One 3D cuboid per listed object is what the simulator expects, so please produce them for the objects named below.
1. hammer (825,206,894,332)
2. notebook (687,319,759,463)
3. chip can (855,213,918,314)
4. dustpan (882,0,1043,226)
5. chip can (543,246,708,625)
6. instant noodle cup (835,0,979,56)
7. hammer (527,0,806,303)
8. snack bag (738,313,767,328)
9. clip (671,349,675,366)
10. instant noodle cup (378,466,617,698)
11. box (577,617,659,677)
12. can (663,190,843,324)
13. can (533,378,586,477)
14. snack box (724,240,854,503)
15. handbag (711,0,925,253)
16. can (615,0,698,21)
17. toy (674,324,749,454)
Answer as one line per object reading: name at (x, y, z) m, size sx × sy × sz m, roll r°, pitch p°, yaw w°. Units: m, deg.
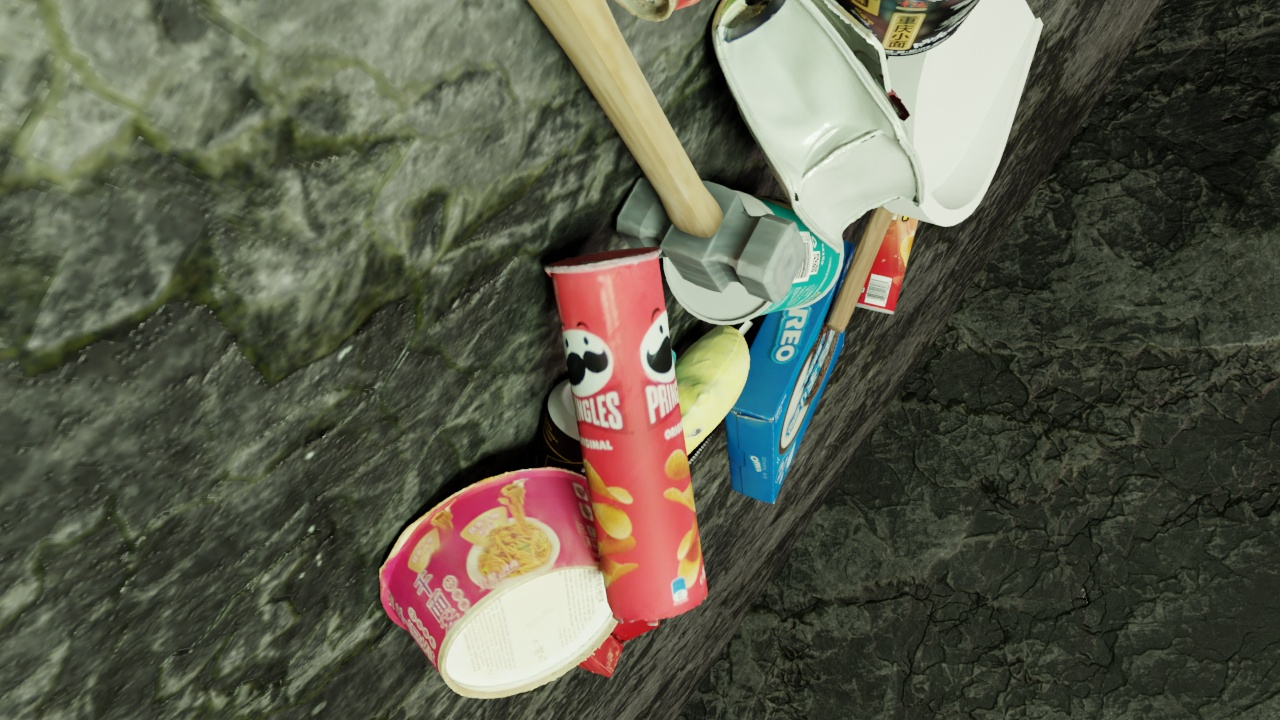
hammer at (0.262, -0.182, 0.942) m, size 0.098 × 0.052 × 0.328 m, roll 31°, pitch 82°, yaw -61°
notebook at (0.067, 0.056, 0.996) m, size 0.206 × 0.016 × 0.149 m, roll -50°, pitch 158°, yaw 0°
chip can at (0.288, -0.162, 1.034) m, size 0.051 × 0.052 × 0.215 m, roll 0°, pitch 105°, yaw -66°
dustpan at (0.311, -0.257, 0.873) m, size 0.191 × 0.053 × 0.258 m, roll 26°, pitch 92°, yaw -46°
chip can at (-0.006, 0.048, 0.588) m, size 0.073 × 0.073 × 0.233 m, roll -25°, pitch 110°, yaw -54°
instant noodle cup at (0.178, -0.274, 0.605) m, size 0.137 × 0.137 × 0.112 m, roll -54°, pitch 171°, yaw -3°
hammer at (0.000, -0.125, 0.481) m, size 0.051 × 0.117 × 0.323 m, roll -62°, pitch 152°, yaw -9°
snack bag at (0.132, -0.034, 1.022) m, size 0.074 × 0.018 × 0.155 m, roll -45°, pitch 157°, yaw -24°
clip at (-0.014, 0.017, 0.768) m, size 0.121 × 0.031 × 0.130 m, roll -55°, pitch 161°, yaw 11°
instant noodle cup at (-0.087, 0.168, 0.656) m, size 0.178 × 0.077 × 0.179 m, roll -19°, pitch 137°, yaw -20°
box at (-0.048, 0.194, 0.832) m, size 0.155 × 0.147 × 0.157 m, roll -61°, pitch 163°, yaw -20°
can at (0.095, -0.085, 0.740) m, size 0.143 × 0.099 × 0.099 m, roll -15°, pitch 136°, yaw -61°
can at (-0.045, 0.076, 0.717) m, size 0.071 × 0.072 × 0.129 m, roll -36°, pitch 153°, yaw -42°
snack box at (0.162, 0.012, 0.998) m, size 0.238 × 0.056 × 0.196 m, roll -61°, pitch 158°, yaw -26°
handbag at (0.128, -0.167, 0.632) m, size 0.096 × 0.142 × 0.198 m, roll -29°, pitch 168°, yaw 17°
can at (0.044, -0.240, 0.428) m, size 0.170 × 0.067 × 0.067 m, roll -52°, pitch 160°, yaw -8°
toy at (0.041, 0.041, 0.846) m, size 0.170 × 0.064 × 0.155 m, roll -55°, pitch -174°, yaw 2°
